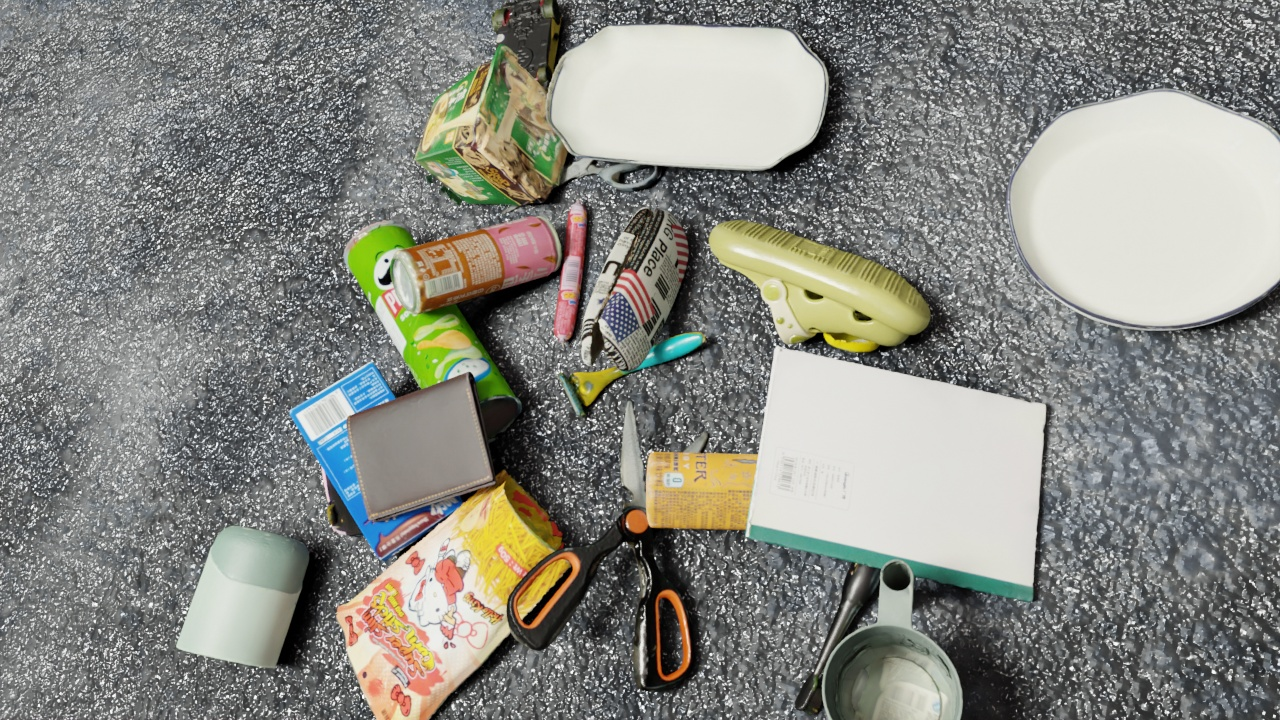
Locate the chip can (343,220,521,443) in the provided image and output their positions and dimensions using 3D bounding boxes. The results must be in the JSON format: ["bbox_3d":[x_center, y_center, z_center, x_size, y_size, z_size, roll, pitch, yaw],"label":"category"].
[{"bbox_3d":[-0.195,-0.027,0.848,0.072,0.072,0.236,-37,63,0],"label":"chip can"}]

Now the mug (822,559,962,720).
[{"bbox_3d":[0.171,0.205,0.615,0.084,0.103,0.123,3,68,19],"label":"mug"}]

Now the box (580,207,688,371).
[{"bbox_3d":[0.004,-0.063,0.785,0.079,0.074,0.163,15,55,17],"label":"box"}]

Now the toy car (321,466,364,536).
[{"bbox_3d":[-0.261,0.100,0.834,0.056,0.037,0.122,-14,74,-5],"label":"toy car"}]

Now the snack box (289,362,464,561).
[{"bbox_3d":[-0.230,0.087,0.806,0.084,0.026,0.157,-33,78,-11],"label":"snack box"}]

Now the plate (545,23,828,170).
[{"bbox_3d":[0.042,-0.244,0.870,0.266,0.034,0.161,6,69,13],"label":"plate"}]

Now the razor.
[{"bbox_3d":[-0.005,0.005,0.797,0.133,0.028,0.043,-24,96,8],"label":"razor"}]

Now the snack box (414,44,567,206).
[{"bbox_3d":[-0.148,-0.217,0.891,0.106,0.118,0.117,-5,62,34],"label":"snack box"}]

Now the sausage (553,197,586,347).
[{"bbox_3d":[-0.064,-0.085,0.859,0.020,0.020,0.155,-2,68,17],"label":"sausage"}]

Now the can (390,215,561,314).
[{"bbox_3d":[-0.146,-0.087,0.826,0.147,0.058,0.058,-21,57,-31],"label":"can"}]

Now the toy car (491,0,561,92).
[{"bbox_3d":[-0.121,-0.321,0.963,0.071,0.041,0.155,-5,65,16],"label":"toy car"}]

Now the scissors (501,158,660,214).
[{"bbox_3d":[-0.057,-0.191,0.905,0.172,0.014,0.159,29,80,27],"label":"scissors"}]

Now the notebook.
[{"bbox_3d":[0.189,0.080,0.669,0.209,0.012,0.150,13,70,-1],"label":"notebook"}]

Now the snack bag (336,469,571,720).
[{"bbox_3d":[-0.157,0.196,0.755,0.208,0.073,0.128,-43,63,5],"label":"snack bag"}]

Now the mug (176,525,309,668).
[{"bbox_3d":[-0.348,0.204,0.802,0.112,0.082,0.106,-11,61,48],"label":"mug"}]

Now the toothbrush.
[{"bbox_3d":[0.166,0.162,0.680,0.212,0.027,0.026,-62,21,-11],"label":"toothbrush"}]

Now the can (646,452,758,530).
[{"bbox_3d":[0.078,0.100,0.697,0.146,0.058,0.058,1,68,3],"label":"can"}]

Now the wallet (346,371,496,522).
[{"bbox_3d":[-0.183,0.073,0.764,0.122,0.020,0.096,-19,78,16],"label":"wallet"}]

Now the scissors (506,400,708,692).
[{"bbox_3d":[-0.007,0.151,0.719,0.220,0.022,0.223,-28,80,-24],"label":"scissors"}]

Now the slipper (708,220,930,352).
[{"bbox_3d":[0.140,-0.054,0.756,0.190,0.091,0.082,25,117,16],"label":"slipper"}]

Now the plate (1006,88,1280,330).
[{"bbox_3d":[0.391,-0.112,0.710,0.205,0.045,0.204,-7,67,16],"label":"plate"}]
